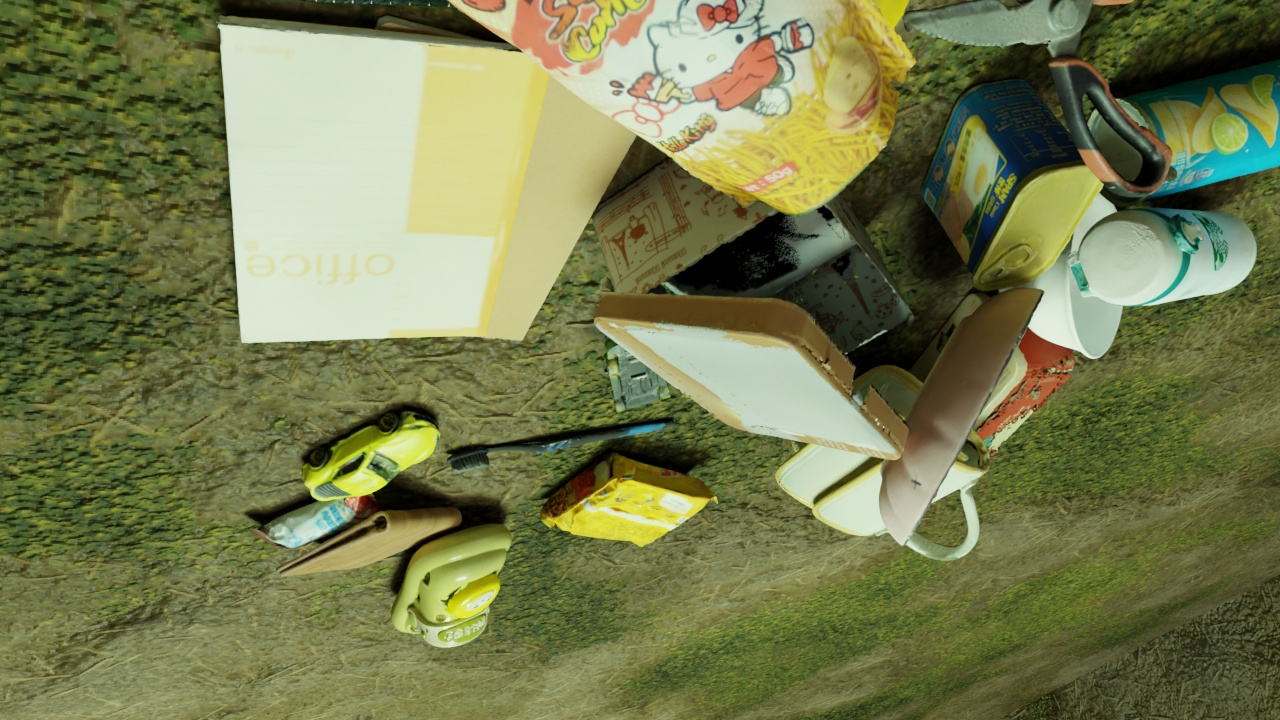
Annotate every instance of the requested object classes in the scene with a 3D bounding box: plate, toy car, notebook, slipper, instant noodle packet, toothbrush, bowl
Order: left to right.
[{"bbox_3d":[-0.192,0.072,0.660,0.105,0.032,0.048,-27,145,9],"label":"toy car"},{"bbox_3d":[-0.135,-0.079,0.476,0.145,0.010,0.207,-2,143,-23],"label":"notebook"},{"bbox_3d":[-0.164,0.214,0.827,0.091,0.081,0.191,-15,154,-38],"label":"slipper"},{"bbox_3d":[-0.096,-0.083,0.508,0.147,0.008,0.208,4,140,-30],"label":"notebook"},{"bbox_3d":[-0.060,0.068,0.735,0.189,0.016,0.014,-8,153,-18],"label":"toothbrush"},{"bbox_3d":[-0.007,0.126,0.819,0.128,0.044,0.111,22,136,-40],"label":"instant noodle packet"},{"bbox_3d":[-0.004,0.004,0.652,0.043,0.036,0.091,-17,145,-6],"label":"toy car"},{"bbox_3d":[0.207,0.032,0.619,0.192,0.039,0.193,-51,159,-28],"label":"plate"},{"bbox_3d":[0.303,-0.061,0.673,0.065,0.118,0.118,2,167,44],"label":"bowl"}]

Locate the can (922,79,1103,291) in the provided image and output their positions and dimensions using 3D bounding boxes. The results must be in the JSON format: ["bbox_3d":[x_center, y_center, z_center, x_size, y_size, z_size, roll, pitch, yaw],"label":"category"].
[{"bbox_3d":[0.223,-0.108,0.563,0.057,0.083,0.102,-11,146,-11],"label":"can"}]

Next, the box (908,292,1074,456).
[{"bbox_3d":[0.289,0.025,0.779,0.078,0.091,0.169,-3,143,-19],"label":"box"}]

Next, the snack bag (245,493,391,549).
[{"bbox_3d":[-0.247,0.123,0.709,0.104,0.026,0.048,-21,150,1],"label":"snack bag"}]

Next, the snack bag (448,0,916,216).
[{"bbox_3d":[0.022,-0.145,0.382,0.129,0.073,0.207,-37,136,26],"label":"snack bag"}]

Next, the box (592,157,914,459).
[{"bbox_3d":[0.074,-0.018,0.543,0.150,0.166,0.182,-33,144,19],"label":"box"}]

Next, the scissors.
[{"bbox_3d":[0.225,-0.167,0.469,0.224,0.015,0.189,-20,110,-19],"label":"scissors"}]

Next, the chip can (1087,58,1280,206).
[{"bbox_3d":[0.403,-0.157,0.593,0.210,0.071,0.071,-15,146,-7],"label":"chip can"}]

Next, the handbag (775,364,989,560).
[{"bbox_3d":[0.219,0.106,0.779,0.063,0.179,0.164,-52,-179,-38],"label":"handbag"}]

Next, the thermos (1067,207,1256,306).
[{"bbox_3d":[0.373,-0.075,0.643,0.223,0.073,0.073,-8,149,-46],"label":"thermos"}]

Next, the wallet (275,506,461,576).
[{"bbox_3d":[-0.217,0.147,0.743,0.115,0.020,0.101,-27,164,18],"label":"wallet"}]

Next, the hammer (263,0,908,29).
[{"bbox_3d":[-0.009,-0.170,0.405,0.300,0.032,0.129,-6,144,-19],"label":"hammer"}]
